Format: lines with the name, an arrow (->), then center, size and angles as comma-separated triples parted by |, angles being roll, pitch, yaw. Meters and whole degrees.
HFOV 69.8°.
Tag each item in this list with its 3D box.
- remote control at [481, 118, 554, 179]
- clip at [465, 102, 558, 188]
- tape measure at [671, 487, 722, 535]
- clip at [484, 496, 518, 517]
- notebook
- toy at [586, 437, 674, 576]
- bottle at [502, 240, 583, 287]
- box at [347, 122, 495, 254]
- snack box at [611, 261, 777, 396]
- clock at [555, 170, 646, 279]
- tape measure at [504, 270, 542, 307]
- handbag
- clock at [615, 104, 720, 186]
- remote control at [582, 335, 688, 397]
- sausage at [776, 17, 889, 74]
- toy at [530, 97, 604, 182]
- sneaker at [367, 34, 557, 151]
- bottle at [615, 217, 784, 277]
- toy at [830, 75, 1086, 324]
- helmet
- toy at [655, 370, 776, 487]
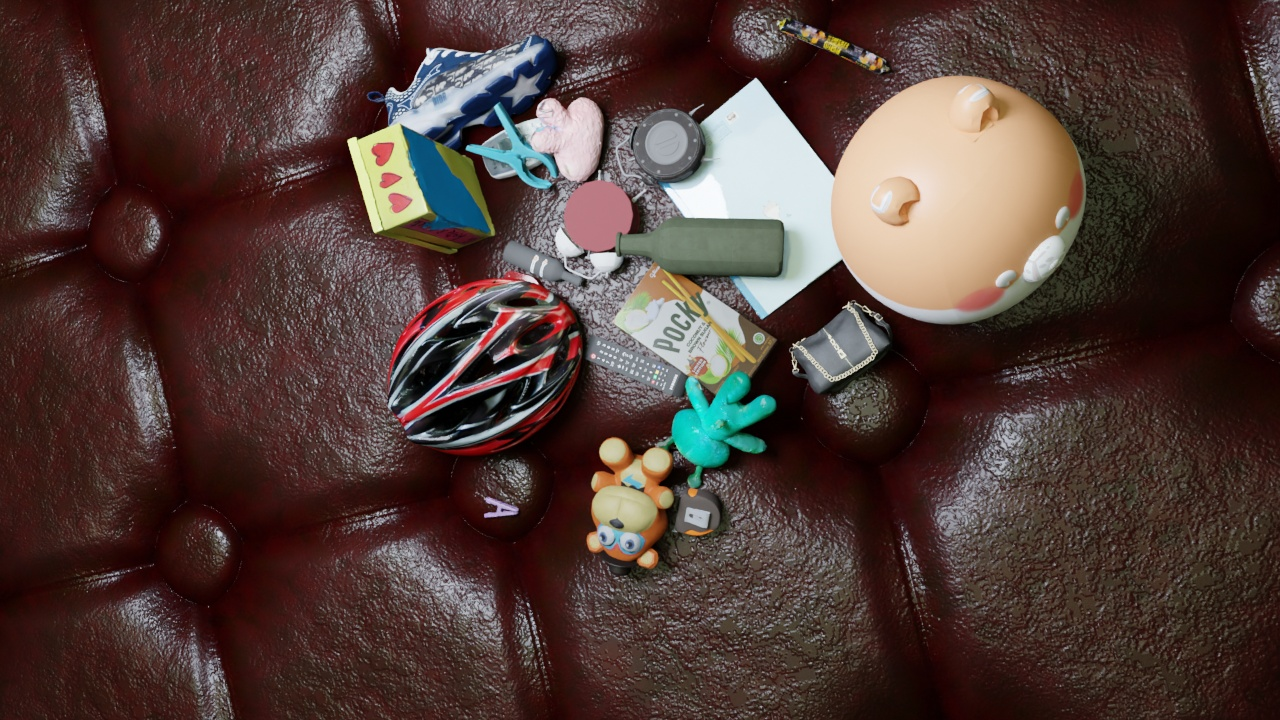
remote control -> -0.157, -0.287, 1.235 | 0.114, 0.028, 0.060 | -19, 86, 13
clip -> -0.155, -0.279, 1.200 | 0.120, 0.027, 0.103 | 39, 115, -12
tape measure -> 0.075, 0.197, 1.177 | 0.059, 0.038, 0.058 | 13, 105, 8
clip -> -0.195, 0.208, 1.259 | 0.051, 0.014, 0.045 | 33, 98, 13
notebook -> 0.151, -0.206, 1.172 | 0.181, 0.009, 0.253 | -37, 83, 12
toy -> -0.012, 0.189, 1.178 | 0.112, 0.096, 0.176 | 10, 107, 20
bottle -> -0.128, -0.126, 1.229 | 0.113, 0.030, 0.030 | 24, 96, 12
box -> -0.273, -0.213, 1.166 | 0.080, 0.220, 0.124 | -19, 88, 13
snack box -> 0.069, -0.036, 1.174 | 0.186, 0.031, 0.101 | 35, 89, 11
clock -> -0.055, -0.175, 1.201 | 0.096, 0.048, 0.137 | 25, 96, 12
tape measure -> -0.157, -0.094, 1.242 | 0.051, 0.019, 0.059 | -6, 90, 13
handbag -> 0.246, -0.015, 1.136 | 0.129, 0.054, 0.079 | -37, 71, 14
clock -> 0.033, -0.271, 1.171 | 0.123, 0.043, 0.091 | -18, 85, 14
remote control -> -0.007, 0.007, 1.208 | 0.147, 0.015, 0.033 | 22, 91, 12
sausage -> 0.240, -0.393, 1.143 | 0.155, 0.020, 0.020 | 28, 97, 11
toy -> -0.093, -0.292, 1.187 | 0.053, 0.105, 0.108 | 14, 90, 48
sneaker -> -0.242, -0.373, 1.225 | 0.270, 0.103, 0.132 | -27, 78, 16
bottle -> 0.073, -0.142, 1.140 | 0.207, 0.071, 0.071 | 2, 91, 8
toy -> 0.338, -0.174, 0.993 | 0.263, 0.280, 0.265 | -50, 60, 9
helmet -> -0.202, 0.009, 1.191 | 0.272, 0.167, 0.217 | -34, 95, 1
toy -> 0.090, 0.084, 1.136 | 0.130, 0.072, 0.194 | 43, 136, 2
